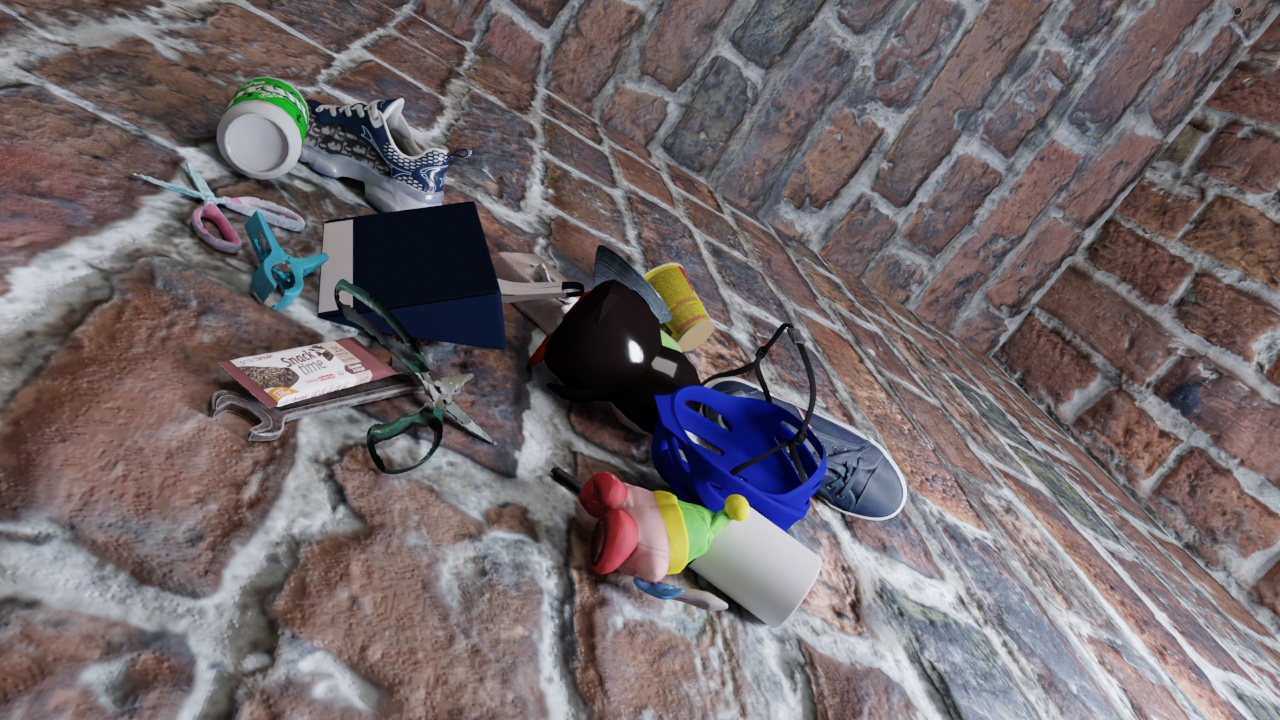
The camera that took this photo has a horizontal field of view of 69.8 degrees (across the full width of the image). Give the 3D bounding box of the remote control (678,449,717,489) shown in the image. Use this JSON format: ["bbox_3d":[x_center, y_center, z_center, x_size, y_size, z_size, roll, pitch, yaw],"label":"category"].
[{"bbox_3d":[0.094,0.137,1.047,0.125,0.018,0.038,28,20,-15],"label":"remote control"}]

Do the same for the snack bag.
[{"bbox_3d":[-0.265,0.006,0.749,0.057,0.013,0.157,37,19,13],"label":"snack bag"}]

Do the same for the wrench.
[{"bbox_3d":[-0.244,0.026,0.773,0.070,0.010,0.272,39,20,14],"label":"wrench"}]

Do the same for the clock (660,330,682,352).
[{"bbox_3d":[0.017,-0.010,1.238,0.094,0.043,0.119,11,30,-47],"label":"clock"}]

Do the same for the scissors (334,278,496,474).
[{"bbox_3d":[-0.206,0.023,0.787,0.201,0.015,0.205,43,22,-13],"label":"scissors"}]

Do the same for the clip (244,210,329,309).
[{"bbox_3d":[-0.341,-0.091,0.855,0.097,0.026,0.116,32,21,-29],"label":"clip"}]

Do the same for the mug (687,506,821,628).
[{"bbox_3d":[0.105,0.190,0.867,0.097,0.078,0.112,36,-9,4],"label":"mug"}]

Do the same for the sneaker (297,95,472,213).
[{"bbox_3d":[-0.349,-0.288,1.172,0.269,0.133,0.103,33,21,-1],"label":"sneaker"}]

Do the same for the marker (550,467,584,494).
[{"bbox_3d":[-0.021,0.145,0.852,0.152,0.011,0.011,35,19,3],"label":"marker"}]

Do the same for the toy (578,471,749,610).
[{"bbox_3d":[0.023,0.147,0.784,0.131,0.097,0.124,22,26,-26],"label":"toy"}]

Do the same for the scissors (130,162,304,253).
[{"bbox_3d":[-0.414,-0.152,0.924,0.176,0.013,0.170,8,30,-50],"label":"scissors"}]

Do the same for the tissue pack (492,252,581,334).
[{"bbox_3d":[-0.105,-0.077,1.172,0.181,0.071,0.103,45,21,18],"label":"tissue pack"}]

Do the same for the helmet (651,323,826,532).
[{"bbox_3d":[0.127,0.072,0.938,0.241,0.228,0.147,23,32,-30],"label":"helmet"}]

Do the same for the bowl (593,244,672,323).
[{"bbox_3d":[-0.026,-0.083,1.205,0.137,0.057,0.137,44,-8,7],"label":"bowl"}]

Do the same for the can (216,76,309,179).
[{"bbox_3d":[-0.433,-0.270,1.060,0.087,0.088,0.139,24,21,-26],"label":"can"}]

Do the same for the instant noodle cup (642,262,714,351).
[{"bbox_3d":[0.054,-0.075,1.394,0.100,0.100,0.112,5,43,-55],"label":"instant noodle cup"}]

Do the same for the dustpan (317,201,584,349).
[{"bbox_3d":[-0.197,-0.089,0.995,0.273,0.080,0.236,-10,33,-11],"label":"dustpan"}]

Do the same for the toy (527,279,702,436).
[{"bbox_3d":[-0.006,0.006,1.018,0.184,0.140,0.158,42,60,-10],"label":"toy"}]

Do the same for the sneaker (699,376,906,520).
[{"bbox_3d":[0.207,0.123,1.140,0.294,0.121,0.127,29,7,-5],"label":"sneaker"}]
